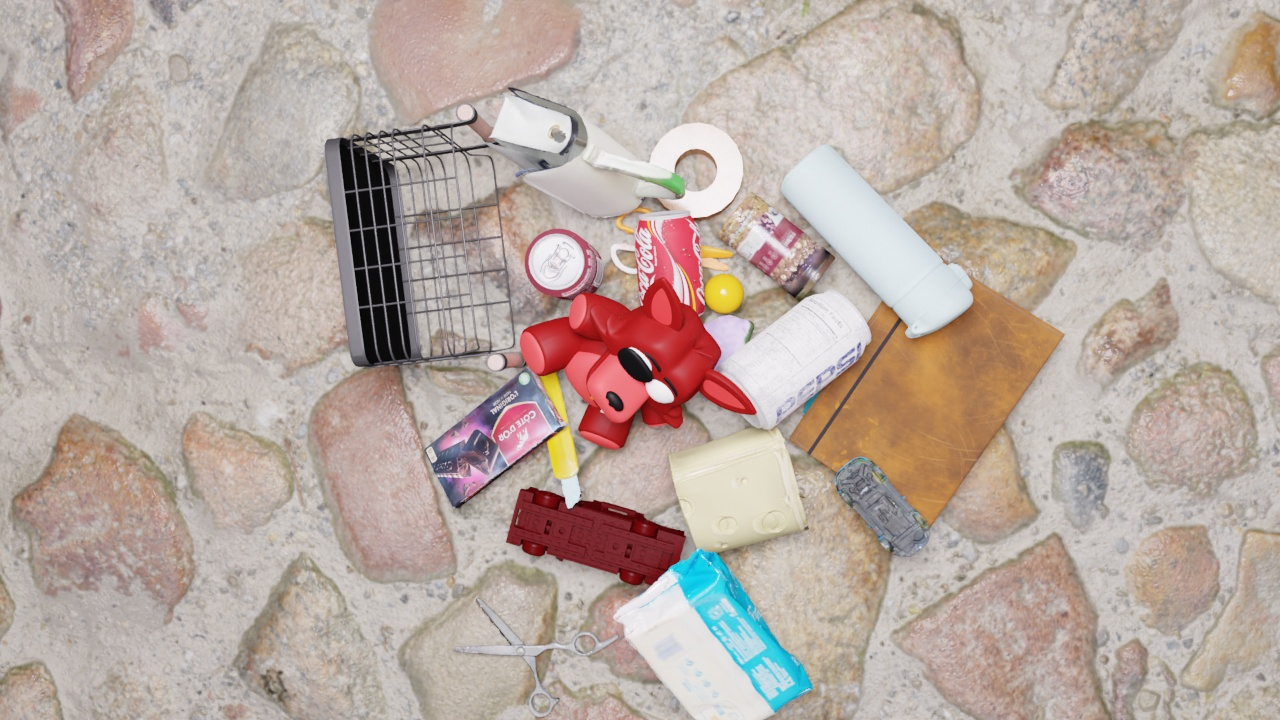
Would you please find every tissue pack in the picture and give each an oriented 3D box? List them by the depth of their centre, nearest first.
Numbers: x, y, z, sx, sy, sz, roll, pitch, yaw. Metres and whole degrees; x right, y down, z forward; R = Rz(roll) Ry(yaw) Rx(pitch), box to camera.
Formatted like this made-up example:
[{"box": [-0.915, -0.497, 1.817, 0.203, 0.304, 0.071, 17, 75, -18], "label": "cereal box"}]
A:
[{"box": [0.070, 0.276, 0.888, 0.117, 0.066, 0.209, -34, 113, 6], "label": "tissue pack"}]

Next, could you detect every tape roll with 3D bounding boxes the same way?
[{"box": [0.056, -0.189, 0.922, 0.094, 0.027, 0.094, 0, 92, 4], "label": "tape roll"}]

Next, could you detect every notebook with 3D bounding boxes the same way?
[{"box": [0.268, 0.030, 0.908, 0.178, 0.014, 0.249, 34, 94, 8], "label": "notebook"}]

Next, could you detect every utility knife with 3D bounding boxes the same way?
[{"box": [-0.087, 0.063, 0.919, 0.030, 0.017, 0.175, -21, 65, 13], "label": "utility knife"}]

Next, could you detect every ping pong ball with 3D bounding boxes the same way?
[{"box": [0.083, -0.067, 0.917, 0.040, 0.040, 0.040, 0, 92, 4], "label": "ping pong ball"}]

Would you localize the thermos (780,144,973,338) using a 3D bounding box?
[{"box": [0.226, -0.113, 0.878, 0.078, 0.065, 0.207, -41, 80, -3], "label": "thermos"}]

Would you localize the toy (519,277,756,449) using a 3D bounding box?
[{"box": [-0.005, 0.005, 0.852, 0.120, 0.198, 0.158, -47, 113, -33], "label": "toy"}]

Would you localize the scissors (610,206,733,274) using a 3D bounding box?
[{"box": [0.031, -0.107, 0.934, 0.131, 0.012, 0.073, 20, 96, 2], "label": "scissors"}]

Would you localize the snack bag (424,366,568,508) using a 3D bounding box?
[{"box": [-0.149, 0.079, 0.930, 0.155, 0.018, 0.074, -38, 70, 16], "label": "snack bag"}]

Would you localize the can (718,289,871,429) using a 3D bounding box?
[{"box": [0.147, -0.002, 0.878, 0.136, 0.078, 0.078, -37, 89, -8], "label": "can"}]

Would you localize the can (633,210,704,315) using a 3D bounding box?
[{"box": [0.028, -0.091, 0.898, 0.064, 0.064, 0.105, -4, 105, 4], "label": "can"}]

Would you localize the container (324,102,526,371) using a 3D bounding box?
[{"box": [-0.195, -0.104, 0.876, 0.130, 0.162, 0.241, -7, 91, 4], "label": "container"}]

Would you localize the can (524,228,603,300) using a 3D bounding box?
[{"box": [-0.073, -0.091, 0.891, 0.063, 0.114, 0.063, 0, 92, 4], "label": "can"}]

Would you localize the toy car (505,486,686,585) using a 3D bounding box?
[{"box": [-0.043, 0.175, 0.923, 0.170, 0.062, 0.070, 16, 93, 4], "label": "toy car"}]

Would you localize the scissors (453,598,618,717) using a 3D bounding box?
[{"box": [-0.107, 0.300, 0.957, 0.172, 0.014, 0.141, -20, 93, 4], "label": "scissors"}]

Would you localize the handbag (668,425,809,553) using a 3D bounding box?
[{"box": [0.098, 0.128, 0.903, 0.119, 0.081, 0.111, -18, 103, 2], "label": "handbag"}]

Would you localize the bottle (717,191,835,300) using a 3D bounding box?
[{"box": [0.133, -0.112, 0.904, 0.105, 0.056, 0.056, 39, 94, 3], "label": "bottle"}]

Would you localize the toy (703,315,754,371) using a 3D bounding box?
[{"box": [0.064, -0.006, 0.924, 0.100, 0.036, 0.080, 1, 103, 7], "label": "toy"}]

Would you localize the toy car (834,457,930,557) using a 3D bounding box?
[{"box": [0.233, 0.141, 0.887, 0.048, 0.032, 0.105, -42, 85, 6], "label": "toy car"}]

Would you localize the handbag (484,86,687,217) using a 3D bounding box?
[{"box": [-0.040, -0.174, 0.849, 0.176, 0.151, 0.074, 24, 93, 23], "label": "handbag"}]
